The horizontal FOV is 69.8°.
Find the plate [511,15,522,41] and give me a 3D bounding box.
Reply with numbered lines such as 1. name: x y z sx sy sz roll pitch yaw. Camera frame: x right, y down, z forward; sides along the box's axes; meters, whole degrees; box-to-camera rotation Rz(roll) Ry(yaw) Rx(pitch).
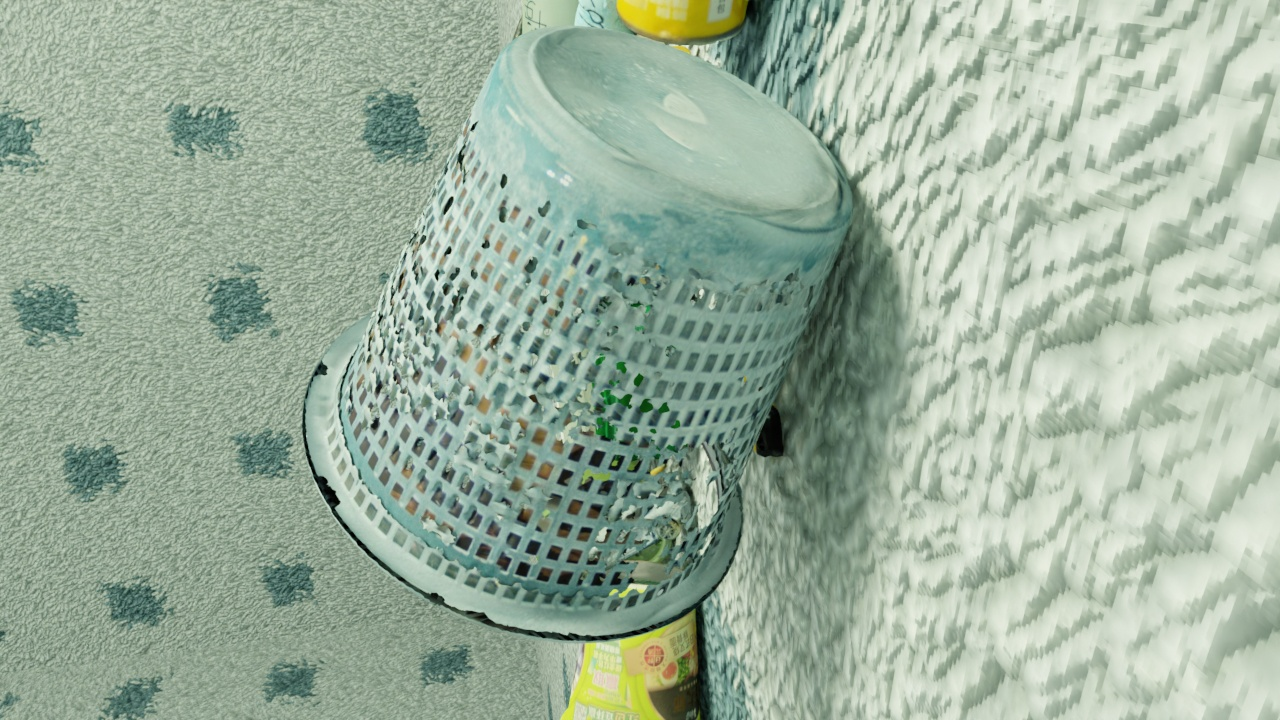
1. plate: -0.086 -0.371 0.929 0.180 0.024 0.179 -60 8 14

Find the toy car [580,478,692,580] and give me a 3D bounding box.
1. toy car: -0.016 0.131 0.692 0.037 0.120 0.054 60 173 -10

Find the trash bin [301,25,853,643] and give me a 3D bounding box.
1. trash bin: -0.016 -0.024 0.406 0.226 0.226 0.196 -105 34 -45

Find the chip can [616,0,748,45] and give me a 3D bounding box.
1. chip can: 0.031 -0.253 0.404 0.214 0.072 0.072 96 165 -47

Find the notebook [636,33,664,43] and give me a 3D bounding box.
1. notebook: 0.012 -0.317 0.631 0.212 0.012 0.149 108 156 -64

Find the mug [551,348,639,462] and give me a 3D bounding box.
1. mug: -0.036 0.033 0.804 0.124 0.084 0.103 64 -165 -69

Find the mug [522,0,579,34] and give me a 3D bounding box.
1. mug: -0.054 -0.316 0.814 0.112 0.082 0.106 35 134 33

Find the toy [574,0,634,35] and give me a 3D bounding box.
1. toy: -0.030 -0.265 0.740 0.156 0.050 0.161 85 172 -72

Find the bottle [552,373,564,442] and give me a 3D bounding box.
1. bottle: -0.058 0.085 1.023 0.068 0.068 0.197 -110 15 -54

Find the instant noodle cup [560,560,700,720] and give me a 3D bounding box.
1. instant noodle cup: -0.002 0.222 0.704 0.112 0.111 0.123 -166 80 -79

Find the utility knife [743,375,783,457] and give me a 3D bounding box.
1. utility knife: 0.048 0.005 0.564 0.215 0.015 0.033 -117 27 -66

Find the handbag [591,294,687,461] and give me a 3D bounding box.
1. handbag: -0.004 0.004 0.680 0.120 0.068 0.131 -103 8 -64

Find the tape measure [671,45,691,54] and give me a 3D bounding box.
1. tape measure: 0.023 -0.171 0.585 0.060 0.029 0.057 -124 30 -69

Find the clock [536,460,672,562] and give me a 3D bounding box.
1. clock: -0.033 0.147 0.796 0.056 0.116 0.162 -89 7 -49

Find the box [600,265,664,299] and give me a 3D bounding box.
1. box: -0.020 -0.104 0.684 0.184 0.089 0.061 -113 20 -66
